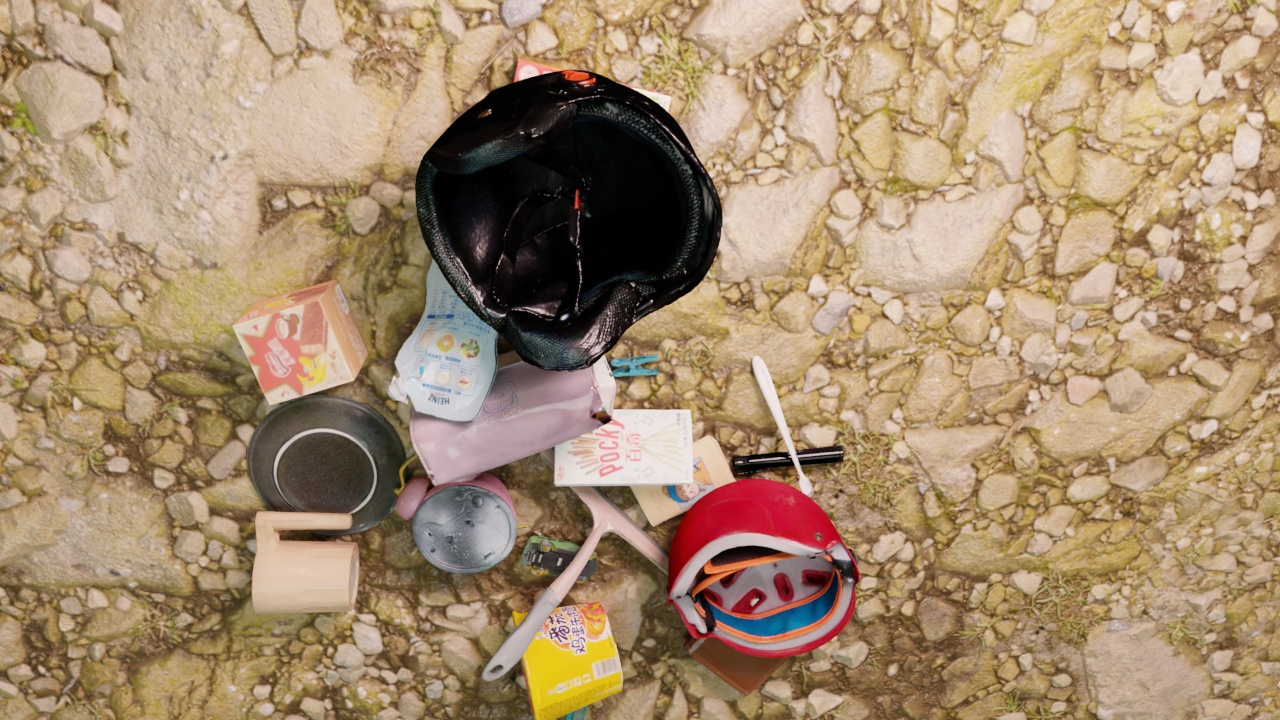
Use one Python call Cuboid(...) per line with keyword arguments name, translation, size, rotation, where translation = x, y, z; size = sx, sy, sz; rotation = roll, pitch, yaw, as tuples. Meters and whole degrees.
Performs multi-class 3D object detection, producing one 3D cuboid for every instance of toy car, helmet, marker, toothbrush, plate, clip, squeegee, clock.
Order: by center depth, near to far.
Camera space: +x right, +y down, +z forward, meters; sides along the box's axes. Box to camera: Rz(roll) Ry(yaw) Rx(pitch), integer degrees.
Cuboid(name="helmet", translation=(-0.060, -0.142, 0.821), size=(0.275, 0.229, 0.234), rotation=(-7, 126, 14))
Cuboid(name="clip", translation=(-0.007, 0.006, 1.031), size=(0.056, 0.014, 0.043), rotation=(-3, 111, -6))
Cuboid(name="squeegee", translation=(-0.094, 0.256, 1.034), size=(0.247, 0.040, 0.249), rotation=(46, 66, -20))
Cuboid(name="plate", translation=(-0.355, 0.125, 1.039), size=(0.179, 0.024, 0.180), rotation=(-2, 112, -5))
Cuboid(name="clock", translation=(-0.211, 0.167, 1.050), size=(0.117, 0.059, 0.158), rotation=(-34, 112, 9))
Cuboid(name="toothbrush", translation=(0.164, 0.077, 1.062), size=(0.016, 0.016, 0.180), rotation=(-22, 100, 2))
Cuboid(name="helmet", translation=(0.139, 0.230, 1.065), size=(0.207, 0.143, 0.240), rotation=(-25, 131, 15))
Cuboid(name="marker", translation=(0.175, 0.118, 1.088), size=(0.132, 0.020, 0.022), rotation=(-6, 92, -3))
Cuboid(name="toy car", translation=(-0.097, 0.236, 1.099), size=(0.091, 0.036, 0.043), rotation=(16, 107, -10))

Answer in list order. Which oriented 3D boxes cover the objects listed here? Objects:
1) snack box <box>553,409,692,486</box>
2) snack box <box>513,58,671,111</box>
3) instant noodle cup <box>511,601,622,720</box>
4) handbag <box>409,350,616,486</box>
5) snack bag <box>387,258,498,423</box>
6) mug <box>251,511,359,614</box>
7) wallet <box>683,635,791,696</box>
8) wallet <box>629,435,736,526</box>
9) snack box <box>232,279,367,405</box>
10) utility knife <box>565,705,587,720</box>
Cuboid(name="snack box", translation=(-0.020, 0.099, 1.039), size=(0.156, 0.027, 0.084), rotation=(0, 79, -6))
Cuboid(name="snack box", translation=(-0.054, -0.246, 0.922), size=(0.155, 0.027, 0.077), rotation=(11, 110, -10))
Cuboid(name="instant noodle cup", translation=(-0.087, 0.355, 1.099), size=(0.109, 0.138, 0.138), rotation=(-13, 112, -13))
Cuboid(name="handbag", translation=(-0.131, 0.043, 0.960), size=(0.197, 0.144, 0.098), rotation=(-18, 115, 4))
Cuboid(name="snack bag", translation=(-0.183, -0.034, 0.924), size=(0.110, 0.039, 0.190), rotation=(12, 74, 10))
Cuboid(name="mug", translation=(-0.380, 0.229, 1.047), size=(0.103, 0.084, 0.125), rotation=(2, 107, -8))
Cuboid(name="wallet", translation=(0.129, 0.362, 1.174), size=(0.124, 0.032, 0.101), rotation=(41, 99, -18))
Cuboid(name="wallet", translation=(0.048, 0.140, 1.084), size=(0.115, 0.024, 0.087), rotation=(-25, 116, 6))
Cuboid(name="snack box", translation=(-0.351, -0.020, 0.954), size=(0.094, 0.077, 0.093), rotation=(-16, 112, 1))
Cuboid(name="utility knife", translation=(-0.081, 0.456, 1.198), size=(0.029, 0.013, 0.217), rotation=(10, 110, -9))
